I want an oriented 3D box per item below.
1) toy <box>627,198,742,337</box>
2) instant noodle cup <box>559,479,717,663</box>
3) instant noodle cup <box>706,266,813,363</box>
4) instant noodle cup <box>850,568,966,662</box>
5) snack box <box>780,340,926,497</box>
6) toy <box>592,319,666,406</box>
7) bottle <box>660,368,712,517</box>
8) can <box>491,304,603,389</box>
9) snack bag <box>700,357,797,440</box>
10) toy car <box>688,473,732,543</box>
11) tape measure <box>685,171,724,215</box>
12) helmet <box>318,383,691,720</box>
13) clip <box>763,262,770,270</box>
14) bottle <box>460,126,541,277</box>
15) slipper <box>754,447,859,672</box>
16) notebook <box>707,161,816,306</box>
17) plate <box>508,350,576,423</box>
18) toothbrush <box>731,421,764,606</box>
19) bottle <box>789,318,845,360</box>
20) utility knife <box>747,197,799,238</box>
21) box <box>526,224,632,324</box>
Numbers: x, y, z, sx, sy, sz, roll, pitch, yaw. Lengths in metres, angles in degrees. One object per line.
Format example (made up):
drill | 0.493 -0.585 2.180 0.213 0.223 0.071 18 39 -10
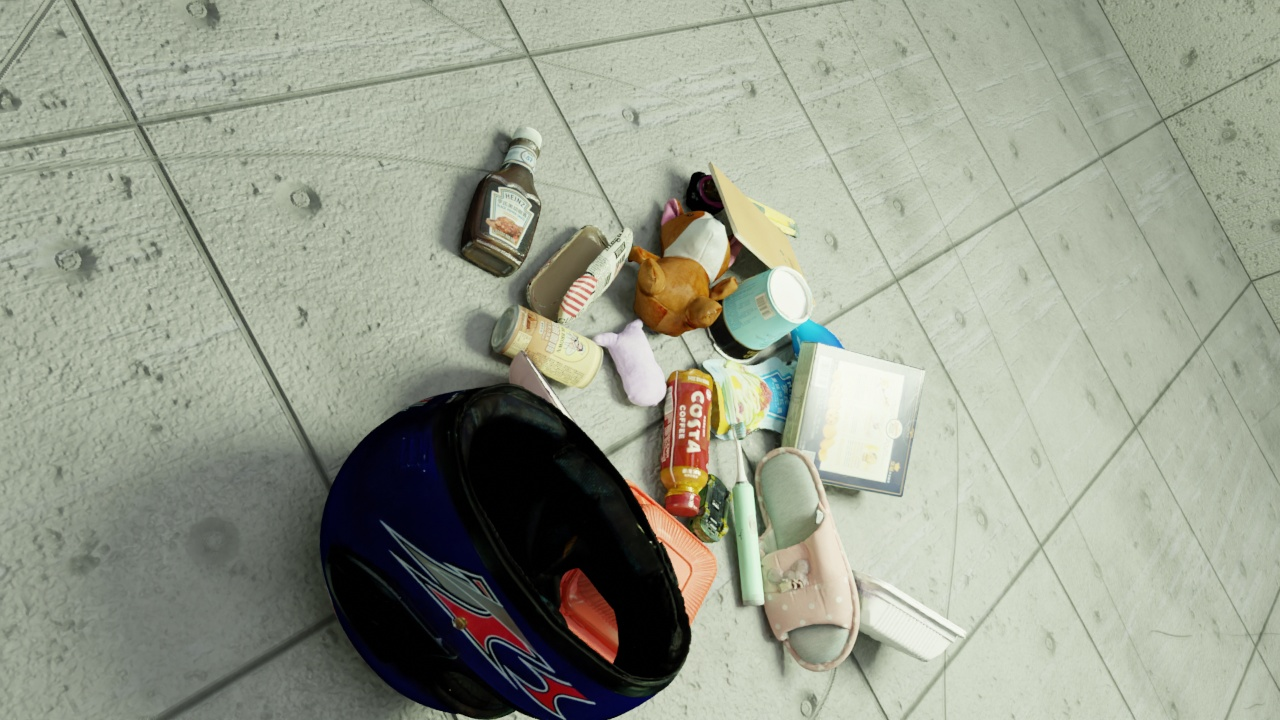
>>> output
toy | 0.062 -0.127 1.171 0.140 0.131 0.199 35 44 -7
instant noodle cup | 0.003 0.237 0.993 0.164 0.079 0.188 41 56 -12
instant noodle cup | 0.161 -0.067 1.212 0.111 0.121 0.111 15 63 -32
instant noodle cup | 0.306 0.322 1.163 0.173 0.138 0.060 35 76 -21
snack box | 0.284 0.080 1.233 0.182 0.046 0.178 13 86 -21
toy | -0.007 0.006 1.108 0.083 0.039 0.108 -20 85 -40
bottle | 0.055 0.099 1.103 0.057 0.058 0.174 21 60 -29
can | -0.104 -0.014 1.030 0.116 0.059 0.058 26 57 -27
snack bag | 0.159 0.050 1.218 0.190 0.039 0.110 -1 69 -40
toy car | 0.083 0.178 1.104 0.043 0.036 0.091 42 40 -21
tape measure | 0.094 -0.231 1.279 0.058 0.039 0.057 23 71 -26
helmet | -0.134 0.187 0.795 0.315 0.241 0.246 54 30 6
clip | 0.219 -0.101 1.331 0.081 0.035 0.104 16 54 -28
bottle | -0.154 -0.193 1.079 0.080 0.044 0.194 28 56 -26
slipper | 0.194 0.237 1.121 0.054 0.114 0.274 25 52 -56
notebook | 0.170 -0.172 1.271 0.207 0.008 0.147 33 32 -43
plate | -0.083 0.078 0.950 0.039 0.192 0.192 -34 94 -4
toothbrush | 0.129 0.187 1.129 0.026 0.027 0.224 7 72 -41
bottle | 0.265 0.007 1.286 0.218 0.065 0.065 52 49 -14
utility knife | 0.162 -0.224 1.354 0.198 0.021 0.030 16 63 -26
box | -0.059 -0.104 1.085 0.076 0.087 0.162 59 44 -22
